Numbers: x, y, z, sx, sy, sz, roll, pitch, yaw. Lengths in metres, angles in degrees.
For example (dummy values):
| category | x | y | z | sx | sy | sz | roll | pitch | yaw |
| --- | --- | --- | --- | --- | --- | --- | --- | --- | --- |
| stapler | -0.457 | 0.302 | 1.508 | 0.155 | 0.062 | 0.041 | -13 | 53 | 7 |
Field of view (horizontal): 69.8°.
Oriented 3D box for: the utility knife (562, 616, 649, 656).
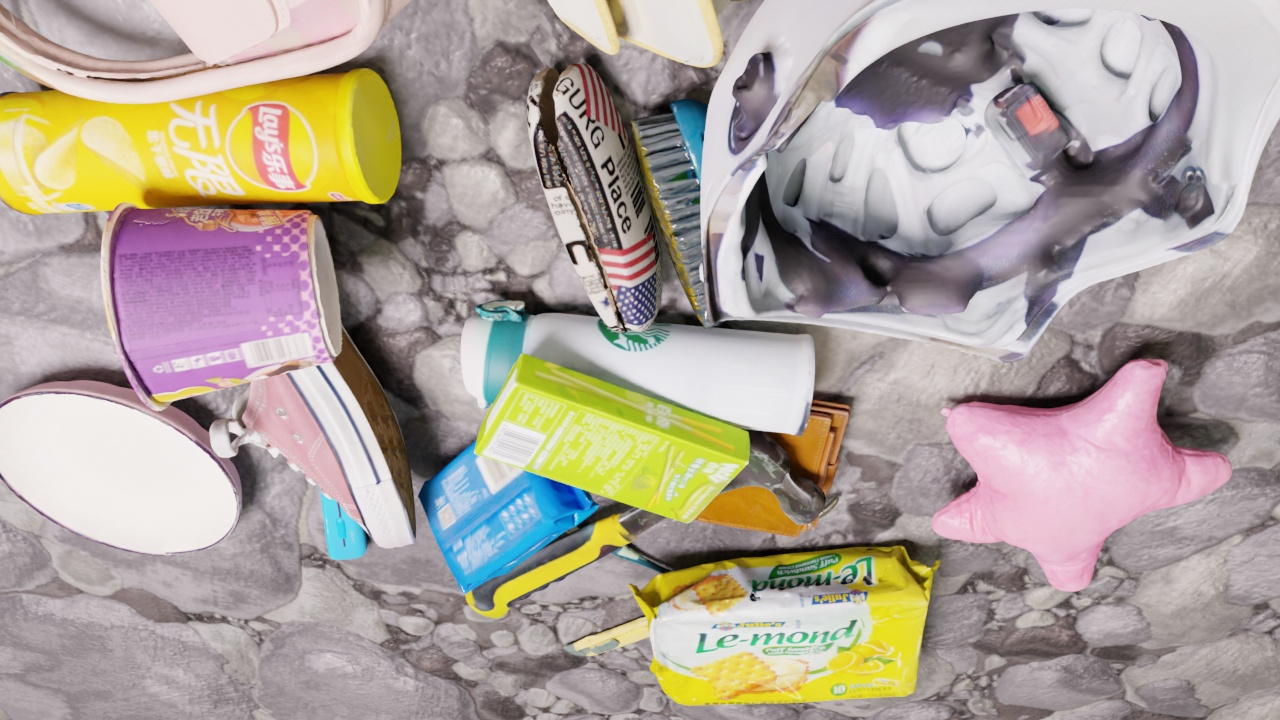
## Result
| category | x | y | z | sx | sy | sz | roll | pitch | yaw |
| --- | --- | --- | --- | --- | --- | --- | --- | --- | --- |
| utility knife | -0.008 | 0.252 | 0.856 | 0.152 | 0.018 | 0.031 | -31 | 128 | 23 |

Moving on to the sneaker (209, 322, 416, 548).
| category | x | y | z | sx | sy | sz | roll | pitch | yaw |
| --- | --- | --- | --- | --- | --- | --- | --- | --- | --- |
| sneaker | -0.227 | 0.040 | 0.626 | 0.088 | 0.118 | 0.241 | -19 | 123 | -1 |

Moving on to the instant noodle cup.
| category | x | y | z | sx | sy | sz | roll | pitch | yaw |
| --- | --- | --- | --- | --- | --- | --- | --- | --- | --- |
| instant noodle cup | -0.220 | -0.035 | 0.499 | 0.099 | 0.111 | 0.112 | -9 | 133 | -12 |

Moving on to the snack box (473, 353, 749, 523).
| category | x | y | z | sx | sy | sz | roll | pitch | yaw |
| --- | --- | --- | --- | --- | --- | --- | --- | --- | --- |
| snack box | -0.019 | 0.053 | 0.584 | 0.156 | 0.026 | 0.086 | 20 | 138 | -14 |

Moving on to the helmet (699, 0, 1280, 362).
| category | x | y | z | sx | sy | sz | roll | pitch | yaw |
| --- | --- | --- | --- | --- | --- | --- | --- | --- | --- |
| helmet | 0.139 | -0.117 | 0.412 | 0.229 | 0.145 | 0.259 | 4 | 149 | -12 |

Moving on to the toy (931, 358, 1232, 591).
| category | x | y | z | sx | sy | sz | roll | pitch | yaw |
| --- | --- | --- | --- | --- | --- | --- | --- | --- | --- |
| toy | 0.289 | 0.071 | 0.627 | 0.178 | 0.074 | 0.195 | 28 | 125 | -6 |

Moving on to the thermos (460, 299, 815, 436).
| category | x | y | z | sx | sy | sz | roll | pitch | yaw |
| --- | --- | --- | --- | --- | --- | --- | --- | --- | --- |
| thermos | -0.004 | 0.004 | 0.598 | 0.224 | 0.073 | 0.073 | 5 | 132 | 1 |

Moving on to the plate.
| category | x | y | z | sx | sy | sz | roll | pitch | yaw |
| --- | --- | --- | --- | --- | --- | --- | --- | --- | --- |
| plate | -0.406 | 0.081 | 0.723 | 0.192 | 0.039 | 0.193 | 3 | 132 | 3 |

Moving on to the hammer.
| category | x | y | z | sx | sy | sz | roll | pitch | yaw |
| --- | --- | --- | --- | --- | --- | --- | --- | --- | --- |
| hammer | -0.026 | 0.132 | 0.707 | 0.324 | 0.031 | 0.126 | -32 | 116 | 33 |

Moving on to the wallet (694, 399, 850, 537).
| category | x | y | z | sx | sy | sz | roll | pitch | yaw |
| --- | --- | --- | --- | --- | --- | --- | --- | --- | --- |
| wallet | 0.096 | 0.078 | 0.674 | 0.119 | 0.035 | 0.131 | 7 | 132 | 2 |

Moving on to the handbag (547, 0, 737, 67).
| category | x | y | z | sx | sy | sz | roll | pitch | yaw |
| --- | --- | --- | --- | --- | --- | --- | --- | --- | --- |
| handbag | -0.042 | -0.208 | 0.385 | 0.179 | 0.063 | 0.163 | 23 | 161 | 28 |

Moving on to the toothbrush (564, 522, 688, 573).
| category | x | y | z | sx | sy | sz | roll | pitch | yaw |
| --- | --- | --- | --- | --- | --- | --- | --- | --- | --- |
| toothbrush | -0.020 | 0.153 | 0.766 | 0.191 | 0.016 | 0.018 | 29 | 118 | -20 |

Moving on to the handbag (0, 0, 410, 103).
| category | x | y | z | sx | sy | sz | roll | pitch | yaw |
| --- | --- | --- | --- | --- | --- | --- | --- | --- | --- |
| handbag | -0.232 | -0.208 | 0.417 | 0.235 | 0.093 | 0.193 | -18 | 126 | 22 |

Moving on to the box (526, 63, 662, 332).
| category | x | y | z | sx | sy | sz | roll | pitch | yaw |
| --- | --- | --- | --- | --- | --- | --- | --- | --- | --- |
| box | -0.029 | -0.087 | 0.523 | 0.064 | 0.074 | 0.164 | 10 | 135 | 36 |

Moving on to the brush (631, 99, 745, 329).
| category | x | y | z | sx | sy | sz | roll | pitch | yaw |
| --- | --- | --- | --- | --- | --- | --- | --- | --- | --- |
| brush | 0.046 | -0.083 | 0.524 | 0.073 | 0.055 | 0.144 | -18 | 128 | 6 |

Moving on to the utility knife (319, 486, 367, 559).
| category | x | y | z | sx | sy | sz | roll | pitch | yaw |
| --- | --- | --- | --- | --- | --- | --- | --- | --- | --- |
| utility knife | -0.246 | 0.107 | 0.745 | 0.034 | 0.018 | 0.166 | 7 | 130 | 0 |

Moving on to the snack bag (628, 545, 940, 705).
| category | x | y | z | sx | sy | sz | roll | pitch | yaw |
| --- | --- | --- | --- | --- | --- | --- | --- | --- | --- |
| snack bag | 0.122 | 0.225 | 0.774 | 0.246 | 0.068 | 0.158 | -6 | 133 | 5 |

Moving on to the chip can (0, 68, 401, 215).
| category | x | y | z | sx | sy | sz | roll | pitch | yaw |
| --- | --- | --- | --- | --- | --- | --- | --- | --- | --- |
| chip can | -0.246 | -0.119 | 0.507 | 0.213 | 0.071 | 0.072 | -1 | 131 | 6 |

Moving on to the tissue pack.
| category | x | y | z | sx | sy | sz | roll | pitch | yaw |
| --- | --- | --- | --- | --- | --- | --- | --- | --- | --- |
| tissue pack | -0.100 | 0.103 | 0.679 | 0.157 | 0.095 | 0.052 | -39 | 159 | 32 |
